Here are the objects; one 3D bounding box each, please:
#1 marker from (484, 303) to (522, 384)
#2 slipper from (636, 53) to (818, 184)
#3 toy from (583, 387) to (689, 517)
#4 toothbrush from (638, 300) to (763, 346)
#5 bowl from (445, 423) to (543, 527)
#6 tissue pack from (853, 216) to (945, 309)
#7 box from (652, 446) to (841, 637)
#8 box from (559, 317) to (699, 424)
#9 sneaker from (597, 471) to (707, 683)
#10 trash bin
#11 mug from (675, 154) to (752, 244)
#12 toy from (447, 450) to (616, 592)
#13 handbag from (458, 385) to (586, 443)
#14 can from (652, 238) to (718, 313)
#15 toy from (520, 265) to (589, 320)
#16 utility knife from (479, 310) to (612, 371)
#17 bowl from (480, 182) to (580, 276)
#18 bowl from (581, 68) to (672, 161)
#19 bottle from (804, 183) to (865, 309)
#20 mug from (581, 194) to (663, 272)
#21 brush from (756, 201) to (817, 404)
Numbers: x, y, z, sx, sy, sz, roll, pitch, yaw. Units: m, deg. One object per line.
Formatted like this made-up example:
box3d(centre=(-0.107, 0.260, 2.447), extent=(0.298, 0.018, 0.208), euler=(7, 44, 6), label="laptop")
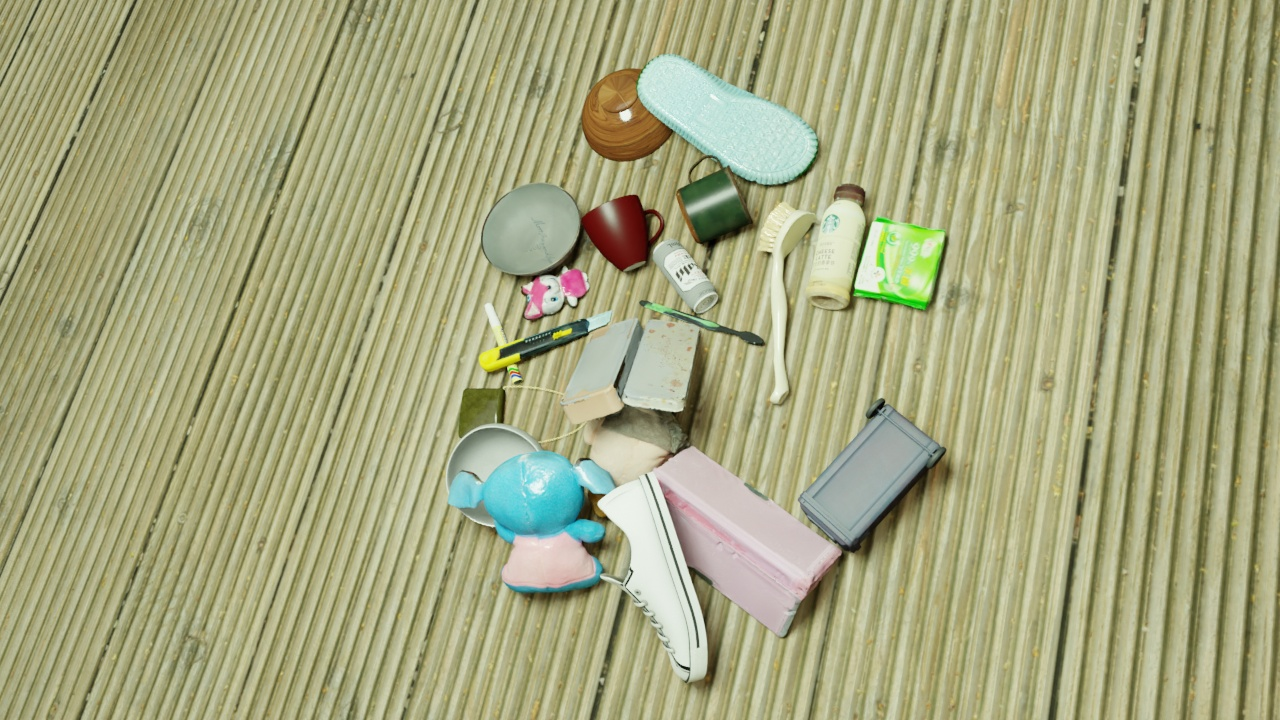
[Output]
box3d(centre=(-0.196, -0.025, 1.305), extent=(0.014, 0.014, 0.132), euler=(-27, 67, 6), label="marker")
box3d(centre=(0.117, -0.333, 1.285), extent=(0.276, 0.069, 0.116), euler=(34, 88, 10), label="slipper")
box3d(centre=(-0.015, 0.119, 1.173), extent=(0.132, 0.076, 0.176), euler=(24, 92, -7), label="toy")
box3d(centre=(0.080, -0.051, 1.235), extent=(0.188, 0.017, 0.014), euler=(20, 75, 25), label="toothbrush")
box3d(centre=(-0.184, 0.149, 1.208), extent=(0.132, 0.064, 0.132), euler=(0, 91, 4), label="bowl")
box3d(centre=(0.329, -0.124, 1.171), extent=(0.100, 0.034, 0.114), euler=(14, 78, 19), label="tissue pack")
box3d(centre=(0.111, 0.221, 1.119), extent=(0.233, 0.098, 0.115), euler=(33, 126, 22), label="box")
box3d(centre=(-0.007, 0.007, 1.152), extent=(0.157, 0.216, 0.063), euler=(2, 117, 9), label="box")
box3d(centre=(0.007, 0.260, 1.064), extent=(0.097, 0.091, 0.245), euler=(-17, 94, -5), label="sneaker")
box3d(centre=(0.265, 0.139, 1.069), extent=(0.161, 0.092, 0.094), euler=(-47, 66, -2), label="trash bin")
box3d(centre=(0.094, -0.221, 1.242), extent=(0.081, 0.085, 0.111), euler=(-22, 83, 10), label="mug")
box3d(centre=(-0.133, 0.201, 1.132), extent=(0.224, 0.098, 0.191), euler=(-5, 105, 9), label="toy")
box3d(centre=(-0.159, 0.075, 1.260), extent=(0.178, 0.027, 0.084), euler=(-1, 72, 11), label="handbag")
box3d(centre=(0.060, -0.115, 1.242), extent=(0.044, 0.044, 0.106), euler=(-36, 66, 2), label="can")
box3d(centre=(-0.124, -0.101, 1.293), extent=(0.102, 0.050, 0.065), euler=(-19, 63, 4), label="toy")
box3d(centre=(-0.130, -0.029, 1.278), extent=(0.198, 0.020, 0.028), euler=(-21, 69, 0), label="utility knife")
box3d(centre=(-0.150, -0.178, 1.318), extent=(0.151, 0.057, 0.150), euler=(-6, 69, 15), label="bowl")
box3d(centre=(-0.024, -0.373, 1.340), extent=(0.147, 0.069, 0.147), euler=(-5, 71, 15), label="bowl")
box3d(centre=(0.256, -0.149, 1.188), extent=(0.056, 0.056, 0.162), euler=(10, 75, 19), label="bottle")
box3d(centre=(-0.014, -0.175, 1.275), extent=(0.113, 0.087, 0.088), euler=(-21, 86, -24), label="mug")
box3d(centre=(0.184, -0.076, 1.192), extent=(0.077, 0.062, 0.272), euler=(-2, 75, 33), label="brush")
